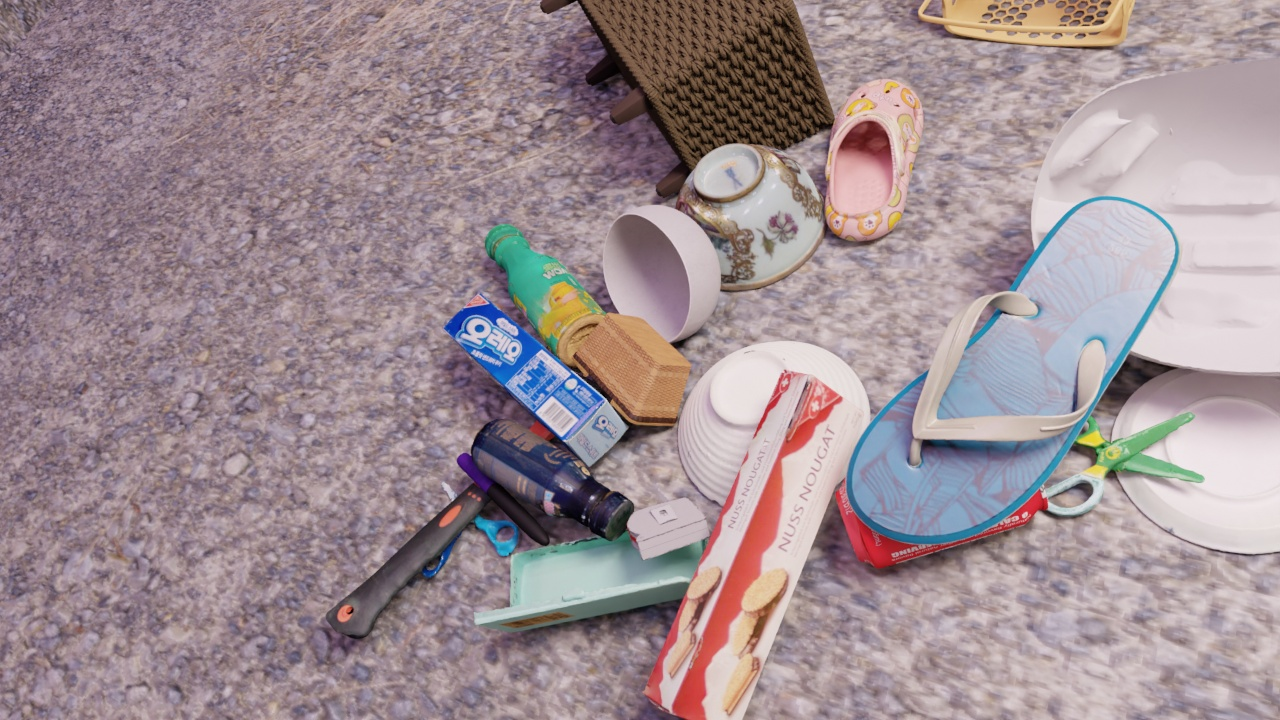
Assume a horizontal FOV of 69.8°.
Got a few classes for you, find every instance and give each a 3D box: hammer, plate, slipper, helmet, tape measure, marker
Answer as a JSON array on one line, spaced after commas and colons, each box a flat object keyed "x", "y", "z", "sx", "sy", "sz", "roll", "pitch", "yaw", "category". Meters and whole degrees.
[{"x": -0.164, "y": 0.135, "z": 0.880, "sx": 0.332, "sy": 0.033, "sz": 0.133, "roll": -45, "pitch": 52, "yaw": -14, "category": "hammer"}, {"x": 0.433, "y": 0.065, "z": 0.672, "sx": 0.157, "sy": 0.014, "sz": 0.156, "roll": -13, "pitch": 54, "yaw": 18, "category": "plate"}, {"x": 0.224, "y": -0.213, "z": 0.914, "sx": 0.093, "sy": 0.081, "sz": 0.196, "roll": 2, "pitch": 62, "yaw": 27, "category": "slipper"}, {"x": 0.441, "y": -0.100, "z": 0.657, "sx": 0.283, "sy": 0.183, "sz": 0.224, "roll": -3, "pitch": 85, "yaw": 45, "category": "helmet"}, {"x": 0.020, "y": 0.137, "z": 0.760, "sx": 0.060, "sy": 0.020, "sz": 0.062, "roll": -17, "pitch": 15, "yaw": -10, "category": "tape measure"}, {"x": 0.260, "y": 0.010, "z": 0.634, "sx": 0.118, "sy": 0.060, "sz": 0.295, "roll": 39, "pitch": 96, "yaw": 18, "category": "slipper"}, {"x": -0.125, "y": 0.126, "z": 0.843, "sx": 0.018, "sy": 0.015, "sz": 0.134, "roll": -27, "pitch": 50, "yaw": -35, "category": "marker"}]

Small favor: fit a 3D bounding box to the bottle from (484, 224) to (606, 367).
[{"x": -0.107, "y": -0.078, "z": 0.986, "sx": 0.068, "sy": 0.068, "sz": 0.209, "roll": -39, "pitch": 51, "yaw": -3, "category": "bottle"}]

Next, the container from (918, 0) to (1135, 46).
[{"x": 0.391, "y": -0.375, "z": 0.912, "sx": 0.184, "sy": 0.129, "sz": 0.166, "roll": 18, "pitch": 61, "yaw": 33, "category": "container"}]

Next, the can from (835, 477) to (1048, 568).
[{"x": 0.227, "y": 0.106, "z": 0.702, "sx": 0.143, "sy": 0.074, "sz": 0.074, "roll": -20, "pitch": 52, "yaw": 12, "category": "can"}]

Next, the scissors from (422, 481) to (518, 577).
[{"x": -0.173, "y": 0.159, "z": 0.893, "sx": 0.129, "sy": 0.014, "sz": 0.127, "roll": -41, "pitch": 49, "yaw": -8, "category": "scissors"}]

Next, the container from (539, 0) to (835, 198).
[{"x": 0.038, "y": -0.355, "z": 1.039, "sx": 0.205, "sy": 0.176, "sz": 0.320, "roll": -32, "pitch": 51, "yaw": 7, "category": "container"}]

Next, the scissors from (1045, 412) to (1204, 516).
[{"x": 0.352, "y": 0.078, "z": 0.689, "sx": 0.128, "sy": 0.012, "sz": 0.121, "roll": 19, "pitch": 75, "yaw": 47, "category": "scissors"}]

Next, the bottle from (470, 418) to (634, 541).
[{"x": -0.079, "y": 0.106, "z": 0.815, "sx": 0.161, "sy": 0.056, "sz": 0.056, "roll": 26, "pitch": 72, "yaw": 28, "category": "bottle"}]

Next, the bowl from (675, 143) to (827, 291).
[{"x": 0.101, "y": -0.161, "z": 0.928, "sx": 0.160, "sy": 0.094, "sz": 0.159, "roll": -12, "pitch": 54, "yaw": 17, "category": "bowl"}]

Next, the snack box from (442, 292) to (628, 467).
[{"x": -0.106, "y": 0.014, "z": 0.890, "sx": 0.059, "sy": 0.059, "sz": 0.226, "roll": -46, "pitch": 51, "yaw": -9, "category": "snack box"}]

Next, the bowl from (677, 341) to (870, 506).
[{"x": 0.106, "y": 0.040, "z": 0.806, "sx": 0.177, "sy": 0.071, "sz": 0.177, "roll": -12, "pitch": 54, "yaw": 17, "category": "bowl"}]

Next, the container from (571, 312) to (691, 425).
[{"x": -0.005, "y": 0.005, "z": 0.871, "sx": 0.114, "sy": 0.063, "sz": 0.061, "roll": 45, "pitch": 117, "yaw": 39, "category": "container"}]

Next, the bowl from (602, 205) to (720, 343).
[{"x": 0.028, "y": -0.088, "z": 0.901, "sx": 0.064, "sy": 0.132, "sz": 0.132, "roll": -24, "pitch": 43, "yaw": -34, "category": "bowl"}]

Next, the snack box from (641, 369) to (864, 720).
[{"x": 0.092, "y": 0.145, "z": 0.707, "sx": 0.044, "sy": 0.076, "sz": 0.272, "roll": 9, "pitch": 70, "yaw": 55, "category": "snack box"}]

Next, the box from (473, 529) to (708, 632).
[{"x": -0.039, "y": 0.178, "z": 0.775, "sx": 0.188, "sy": 0.109, "sz": 0.078, "roll": -16, "pitch": 71, "yaw": 17, "category": "box"}]
